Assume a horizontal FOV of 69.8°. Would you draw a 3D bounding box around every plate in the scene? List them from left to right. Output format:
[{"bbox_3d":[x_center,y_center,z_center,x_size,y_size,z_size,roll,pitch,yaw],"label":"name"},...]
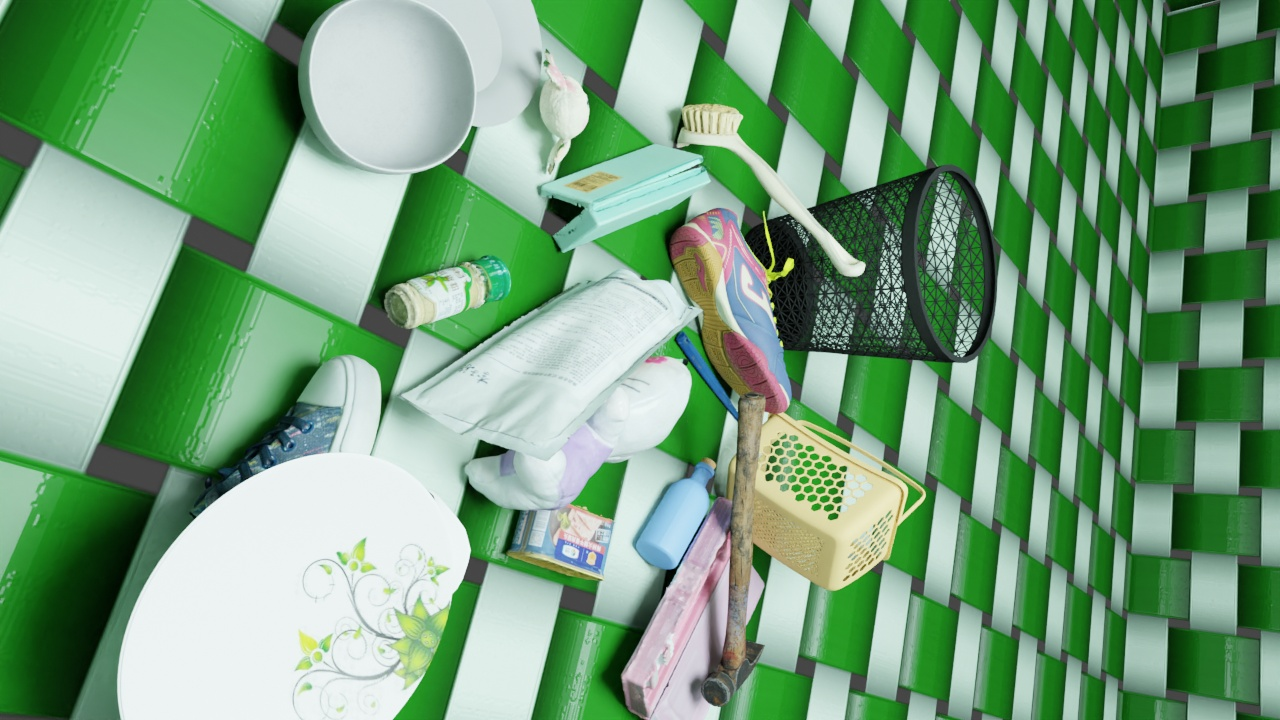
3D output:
[{"bbox_3d":[-0.223,0.168,0.598,0.228,0.030,0.229,-18,114,-46],"label":"plate"},{"bbox_3d":[-0.158,-0.290,0.806,0.172,0.019,0.172,4,85,-48],"label":"plate"}]

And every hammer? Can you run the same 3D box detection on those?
[{"bbox_3d":[0.110,0.193,0.976,0.119,0.033,0.330,-23,119,-60],"label":"hammer"}]

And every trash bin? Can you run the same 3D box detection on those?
[{"bbox_3d":[0.259,-0.100,1.085,0.216,0.244,0.217,4,85,-48],"label":"trash bin"}]

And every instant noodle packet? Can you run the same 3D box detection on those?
[{"bbox_3d":[-0.064,-0.003,0.797,0.268,0.147,0.057,-42,140,-47],"label":"instant noodle packet"}]

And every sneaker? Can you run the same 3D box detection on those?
[{"bbox_3d":[-0.258,0.093,0.631,0.079,0.088,0.235,36,65,-36],"label":"sneaker"},{"bbox_3d":[0.124,-0.057,1.031,0.090,0.116,0.242,-35,107,-33],"label":"sneaker"}]

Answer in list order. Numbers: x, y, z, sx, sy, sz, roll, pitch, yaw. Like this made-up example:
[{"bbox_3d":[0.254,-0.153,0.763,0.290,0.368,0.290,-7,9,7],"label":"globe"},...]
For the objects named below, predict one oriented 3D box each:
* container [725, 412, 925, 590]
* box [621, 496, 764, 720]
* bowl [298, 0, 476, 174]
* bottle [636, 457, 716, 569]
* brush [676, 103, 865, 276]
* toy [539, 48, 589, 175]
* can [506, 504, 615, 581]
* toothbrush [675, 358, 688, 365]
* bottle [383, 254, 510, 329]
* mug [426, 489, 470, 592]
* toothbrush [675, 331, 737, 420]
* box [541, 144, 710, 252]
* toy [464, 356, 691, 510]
[{"bbox_3d":[0.208,0.149,1.048,0.166,0.183,0.129,-33,138,-34],"label":"container"},{"bbox_3d":[0.058,0.285,0.993,0.232,0.055,0.180,-55,141,-35],"label":"box"},{"bbox_3d":[-0.200,-0.211,0.713,0.131,0.064,0.132,-7,104,-32],"label":"bowl"},{"bbox_3d":[0.046,0.158,0.983,0.048,0.048,0.130,56,51,-29],"label":"bottle"},{"bbox_3d":[0.140,-0.187,0.987,0.061,0.078,0.272,-32,71,-34],"label":"brush"},{"bbox_3d":[-0.073,-0.233,0.860,0.050,0.087,0.112,-12,115,-5],"label":"toy"},{"bbox_3d":[-0.072,0.164,0.850,0.099,0.054,0.059,31,65,-43],"label":"can"},{"bbox_3d":[-0.006,0.006,0.960,0.187,0.017,0.014,-4,89,-49],"label":"toothbrush"},{"bbox_3d":[-0.162,-0.058,0.774,0.109,0.043,0.043,-25,106,-44],"label":"bottle"},{"bbox_3d":[-0.190,0.158,0.700,0.123,0.090,0.076,-33,123,-24],"label":"mug"},{"bbox_3d":[0.095,0.035,1.067,0.190,0.017,0.016,52,52,-32],"label":"toothbrush"},{"bbox_3d":[-0.016,-0.182,0.924,0.188,0.078,0.079,-30,93,-42],"label":"box"},{"bbox_3d":[-0.044,0.065,0.824,0.208,0.138,0.085,-32,96,-43],"label":"toy"}]
